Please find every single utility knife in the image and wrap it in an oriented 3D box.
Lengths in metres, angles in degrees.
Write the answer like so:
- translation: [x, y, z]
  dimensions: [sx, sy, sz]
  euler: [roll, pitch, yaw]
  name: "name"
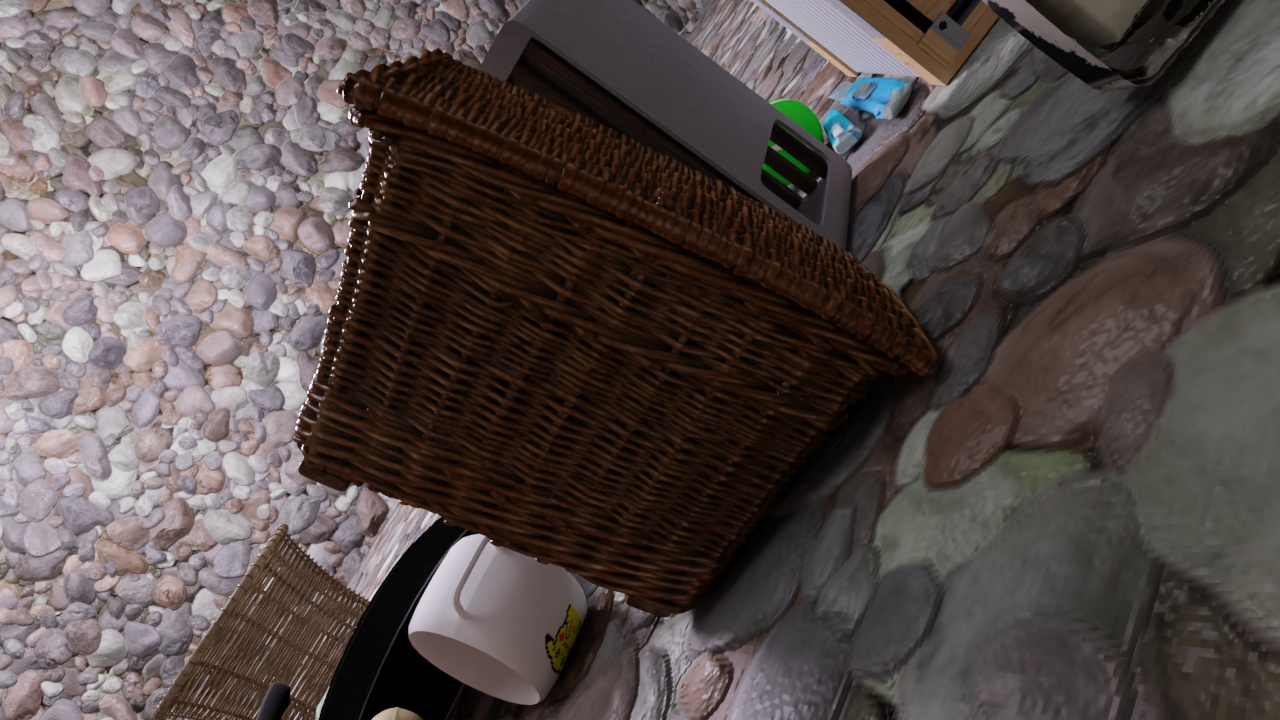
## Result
- translation: [0.165, -0.195, 0.676]
  dimensions: [0.031, 0.015, 0.195]
  euler: [-49, 12, 12]
  name: "utility knife"
- translation: [0.149, -0.176, 0.688]
  dimensions: [0.022, 0.015, 0.117]
  euler: [-45, 13, 22]
  name: "utility knife"

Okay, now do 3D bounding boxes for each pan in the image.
- translation: [-0.176, 0.272, 0.433]
  dimensions: [0.356, 0.067, 0.209]
  euler: [-119, 36, -68]
  name: "pan"
- translation: [-0.132, 0.152, 0.655]
  dimensions: [0.225, 0.034, 0.355]
  euler: [82, -151, -70]
  name: "pan"

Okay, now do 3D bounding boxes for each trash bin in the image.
- translation: [0.163, -0.297, 0.632]
  dimensions: [0.143, 0.142, 0.246]
  euler: [-54, 12, 14]
  name: "trash bin"
- translation: [0.007, -0.119, 0.573]
  dimensions: [0.115, 0.229, 0.114]
  euler: [-47, 15, 38]
  name: "trash bin"

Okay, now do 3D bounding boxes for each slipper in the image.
- translation: [-0.086, 0.233, 0.383]
  dimensions: [0.111, 0.079, 0.262]
  euler: [-102, 22, -45]
  name: "slipper"

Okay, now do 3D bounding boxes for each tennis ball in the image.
- translation: [0.107, -0.167, 0.703]
  dimensions: [0.065, 0.065, 0.065]
  euler: [-53, 12, 16]
  name: "tennis ball"

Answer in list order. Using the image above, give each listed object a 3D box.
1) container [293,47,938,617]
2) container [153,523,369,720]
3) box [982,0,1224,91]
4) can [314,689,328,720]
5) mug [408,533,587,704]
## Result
- translation: [-0.028, -0.006, 0.437]
  dimensions: [0.162, 0.250, 0.183]
  euler: [-90, 25, -69]
  name: "container"
- translation: [-0.373, 0.327, 1.010]
  dimensions: [0.227, 0.196, 0.226]
  euler: [-53, 12, 16]
  name: "container"
- translation: [0.159, -0.206, 0.340]
  dimensions: [0.145, 0.186, 0.065]
  euler: [-50, -13, 7]
  name: "box"
- translation: [-0.208, 0.267, 0.780]
  dimensions: [0.144, 0.083, 0.083]
  euler: [-57, 12, -1]
  name: "can"
- translation: [-0.086, 0.147, 0.544]
  dimensions: [0.116, 0.094, 0.067]
  euler: [79, -149, -49]
  name: "mug"
